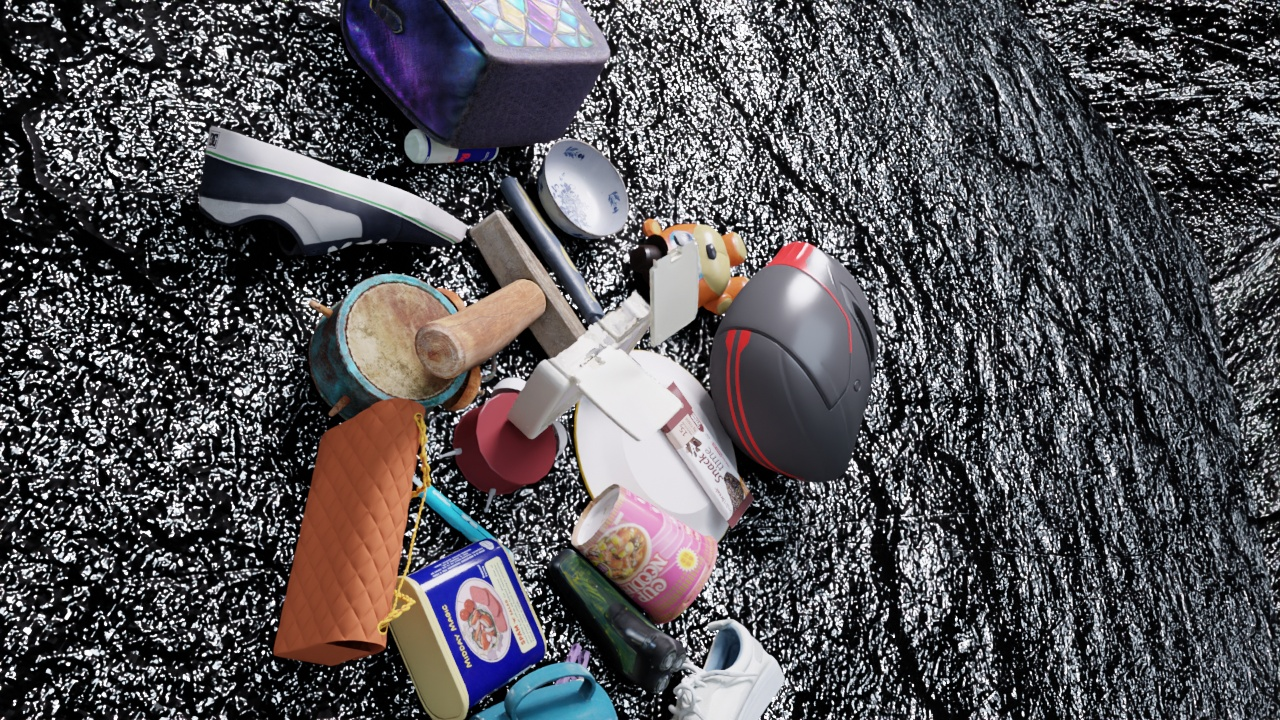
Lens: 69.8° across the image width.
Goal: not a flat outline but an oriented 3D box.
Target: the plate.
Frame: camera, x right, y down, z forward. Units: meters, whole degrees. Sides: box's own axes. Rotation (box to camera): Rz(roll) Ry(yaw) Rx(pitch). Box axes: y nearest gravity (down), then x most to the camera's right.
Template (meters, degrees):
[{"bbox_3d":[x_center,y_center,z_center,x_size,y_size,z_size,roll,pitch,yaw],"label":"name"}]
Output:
[{"bbox_3d":[0.027,0.094,0.962,0.229,0.021,0.229,21,57,-36],"label":"plate"}]

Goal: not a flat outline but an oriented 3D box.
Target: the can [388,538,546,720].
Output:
[{"bbox_3d":[-0.137,0.208,0.722,0.092,0.057,0.116,-20,85,-48],"label":"can"}]

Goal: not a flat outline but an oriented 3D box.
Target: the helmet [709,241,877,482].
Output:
[{"bbox_3d":[0.160,0.019,1.009,0.169,0.164,0.265,-32,114,-35],"label":"helmet"}]

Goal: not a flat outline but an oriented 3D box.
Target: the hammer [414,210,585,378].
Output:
[{"bbox_3d":[-0.123,-0.042,0.770,0.158,0.037,0.300,56,13,-7],"label":"hammer"}]

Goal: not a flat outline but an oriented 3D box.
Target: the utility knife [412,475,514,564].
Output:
[{"bbox_3d":[-0.162,0.126,0.767,0.151,0.015,0.022,45,16,-18],"label":"utility knife"}]

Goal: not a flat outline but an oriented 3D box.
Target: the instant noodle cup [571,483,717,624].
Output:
[{"bbox_3d":[-0.001,0.173,0.850,0.108,0.098,0.097,39,47,-14],"label":"instant noodle cup"}]

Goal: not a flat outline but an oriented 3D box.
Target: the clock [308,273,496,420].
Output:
[{"bbox_3d":[-0.192,-0.006,0.761,0.157,0.074,0.121,-4,74,-41],"label":"clock"}]

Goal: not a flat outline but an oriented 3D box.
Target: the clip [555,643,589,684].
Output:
[{"bbox_3d":[-0.058,0.273,0.798,0.035,0.013,0.051,45,43,-21],"label":"clip"}]

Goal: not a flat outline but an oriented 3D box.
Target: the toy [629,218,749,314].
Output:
[{"bbox_3d":[0.059,-0.105,1.050,0.175,0.096,0.112,-3,73,-33],"label":"toy"}]

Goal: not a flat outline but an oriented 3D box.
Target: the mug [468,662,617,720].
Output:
[{"bbox_3d":[-0.077,0.285,0.709,0.104,0.084,0.112,1,112,-36],"label":"mug"}]

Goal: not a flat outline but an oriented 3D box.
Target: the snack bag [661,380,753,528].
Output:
[{"bbox_3d":[0.066,0.099,0.969,0.158,0.013,0.056,56,44,-7],"label":"snack bag"}]

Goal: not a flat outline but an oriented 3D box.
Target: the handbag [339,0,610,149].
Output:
[{"bbox_3d":[-0.164,-0.327,0.904,0.204,0.126,0.222,-20,68,-47],"label":"handbag"}]

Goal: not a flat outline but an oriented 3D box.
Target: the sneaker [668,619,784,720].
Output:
[{"bbox_3d":[0.049,0.326,0.827,0.091,0.090,0.241,54,37,-3],"label":"sneaker"}]

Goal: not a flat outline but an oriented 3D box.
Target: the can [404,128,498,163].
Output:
[{"bbox_3d":[-0.185,-0.211,0.902,0.095,0.032,0.032,-16,82,-47],"label":"can"}]

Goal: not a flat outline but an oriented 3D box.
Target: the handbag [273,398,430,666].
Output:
[{"bbox_3d":[-0.198,0.124,0.665,0.060,0.109,0.171,24,55,-34],"label":"handbag"}]

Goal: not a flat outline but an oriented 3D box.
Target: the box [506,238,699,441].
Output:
[{"bbox_3d":[-0.004,0.004,0.763,0.106,0.194,0.143,43,50,5],"label":"box"}]

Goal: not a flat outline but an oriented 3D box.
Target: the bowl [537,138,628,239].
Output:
[{"bbox_3d":[-0.069,-0.176,0.986,0.114,0.045,0.114,21,57,-36],"label":"bowl"}]

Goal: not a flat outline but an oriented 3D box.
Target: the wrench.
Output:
[{"bbox_3d":[-0.064,-0.072,0.930,0.273,0.022,0.073,57,10,6],"label":"wrench"}]

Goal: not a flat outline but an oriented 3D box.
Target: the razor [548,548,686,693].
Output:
[{"bbox_3d":[-0.021,0.228,0.819,0.151,0.067,0.053,49,55,-3],"label":"razor"}]

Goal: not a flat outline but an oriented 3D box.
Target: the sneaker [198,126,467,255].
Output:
[{"bbox_3d":[-0.253,-0.120,0.771,0.235,0.084,0.079,13,97,-49],"label":"sneaker"}]

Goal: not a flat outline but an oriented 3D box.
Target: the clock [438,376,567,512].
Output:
[{"bbox_3d":[-0.115,0.069,0.820,0.087,0.044,0.124,52,44,-11],"label":"clock"}]
